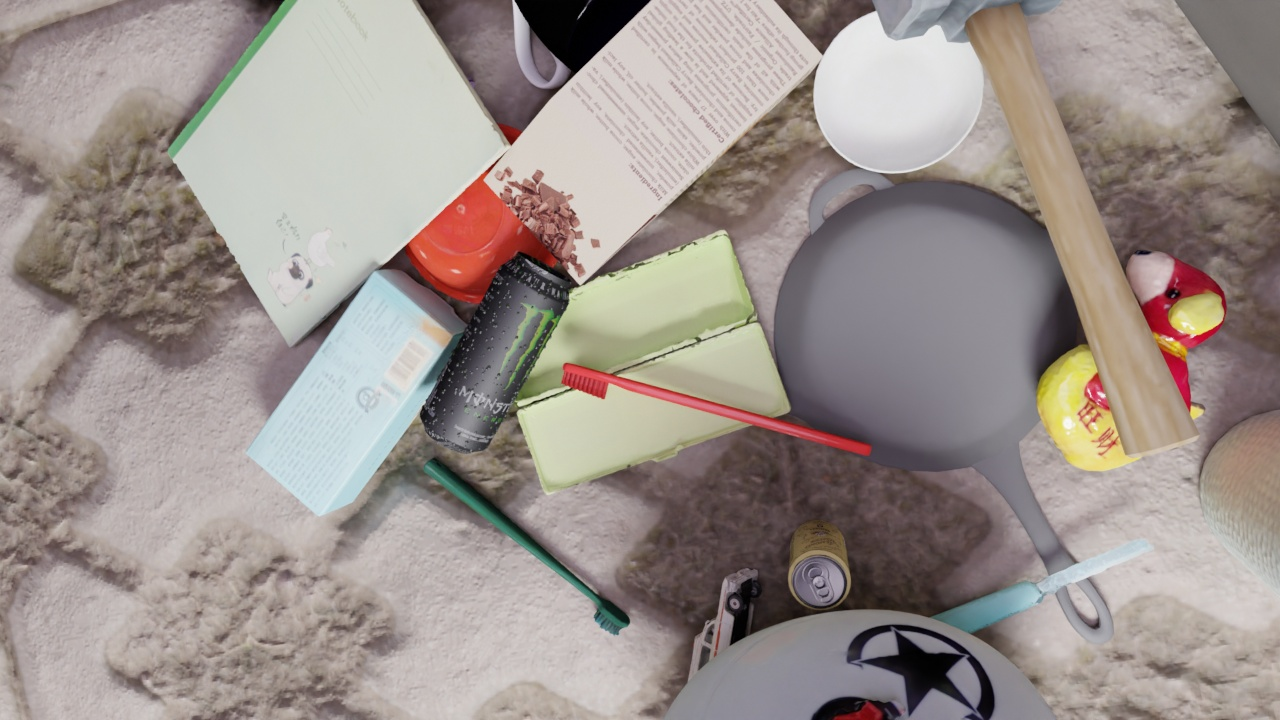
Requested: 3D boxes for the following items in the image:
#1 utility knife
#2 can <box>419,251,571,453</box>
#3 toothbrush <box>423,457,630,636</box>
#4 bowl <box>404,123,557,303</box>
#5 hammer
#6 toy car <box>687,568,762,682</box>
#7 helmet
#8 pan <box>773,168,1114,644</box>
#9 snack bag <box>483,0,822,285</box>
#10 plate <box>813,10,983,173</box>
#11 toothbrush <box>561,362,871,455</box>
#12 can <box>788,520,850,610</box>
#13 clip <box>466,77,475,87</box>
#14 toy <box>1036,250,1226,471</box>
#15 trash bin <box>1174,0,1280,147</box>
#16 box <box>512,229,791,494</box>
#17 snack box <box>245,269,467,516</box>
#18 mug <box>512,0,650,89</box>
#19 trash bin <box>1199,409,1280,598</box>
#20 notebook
[{"bbox_3d":[0.247,0.157,0.601,0.177,0.015,0.022,-31,87,20],"label":"utility knife"},{"bbox_3d":[-0.098,-0.004,0.621,0.054,0.054,0.138,31,98,6],"label":"can"},{"bbox_3d":[-0.085,0.137,0.672,0.190,0.016,0.017,38,104,6],"label":"toothbrush"},{"bbox_3d":[-0.117,-0.104,0.642,0.130,0.045,0.130,1,95,11],"label":"bowl"},{"bbox_3d":[0.238,-0.104,0.525,0.117,0.051,0.322,-15,80,-13],"label":"hammer"},{"bbox_3d":[0.055,0.201,0.643,0.039,0.039,0.113,11,97,31],"label":"toy car"},{"bbox_3d":[0.116,0.241,0.552,0.264,0.163,0.237,-3,131,-5],"label":"helmet"},{"bbox_3d":[0.216,0.033,0.602,0.217,0.024,0.354,-30,89,12],"label":"pan"},{"bbox_3d":[0.004,-0.153,0.593,0.206,0.069,0.094,-42,94,10],"label":"snack bag"},{"bbox_3d":[0.165,-0.172,0.593,0.104,0.026,0.104,1,94,11],"label":"plate"},{"bbox_3d":[0.047,0.037,0.614,0.212,0.012,0.018,15,94,10],"label":"toothbrush"},{"bbox_3d":[0.117,0.133,0.601,0.038,0.079,0.038,1,95,10],"label":"can"},{"bbox_3d":[-0.145,-0.189,0.657,0.046,0.014,0.050,36,103,9],"label":"clip"},{"bbox_3d":[0.305,0.008,0.559,0.105,0.067,0.137,30,97,-17],"label":"toy"},{"bbox_3d":[0.395,-0.224,0.470,0.197,0.197,0.220,-38,81,11],"label":"trash bin"},{"bbox_3d":[-0.004,0.004,0.640,0.187,0.024,0.137,-22,85,12],"label":"box"},{"bbox_3d":[-0.202,0.023,0.666,0.075,0.053,0.175,39,99,5],"label":"snack box"},{"bbox_3d":[-0.055,-0.243,0.608,0.100,0.084,0.119,51,131,12],"label":"mug"},{"bbox_3d":[0.396,0.089,0.503,0.133,0.161,0.133,1,95,10],"label":"trash bin"},{"bbox_3d":[-0.222,-0.147,0.639,0.253,0.010,0.182,-34,88,29],"label":"notebook"}]
